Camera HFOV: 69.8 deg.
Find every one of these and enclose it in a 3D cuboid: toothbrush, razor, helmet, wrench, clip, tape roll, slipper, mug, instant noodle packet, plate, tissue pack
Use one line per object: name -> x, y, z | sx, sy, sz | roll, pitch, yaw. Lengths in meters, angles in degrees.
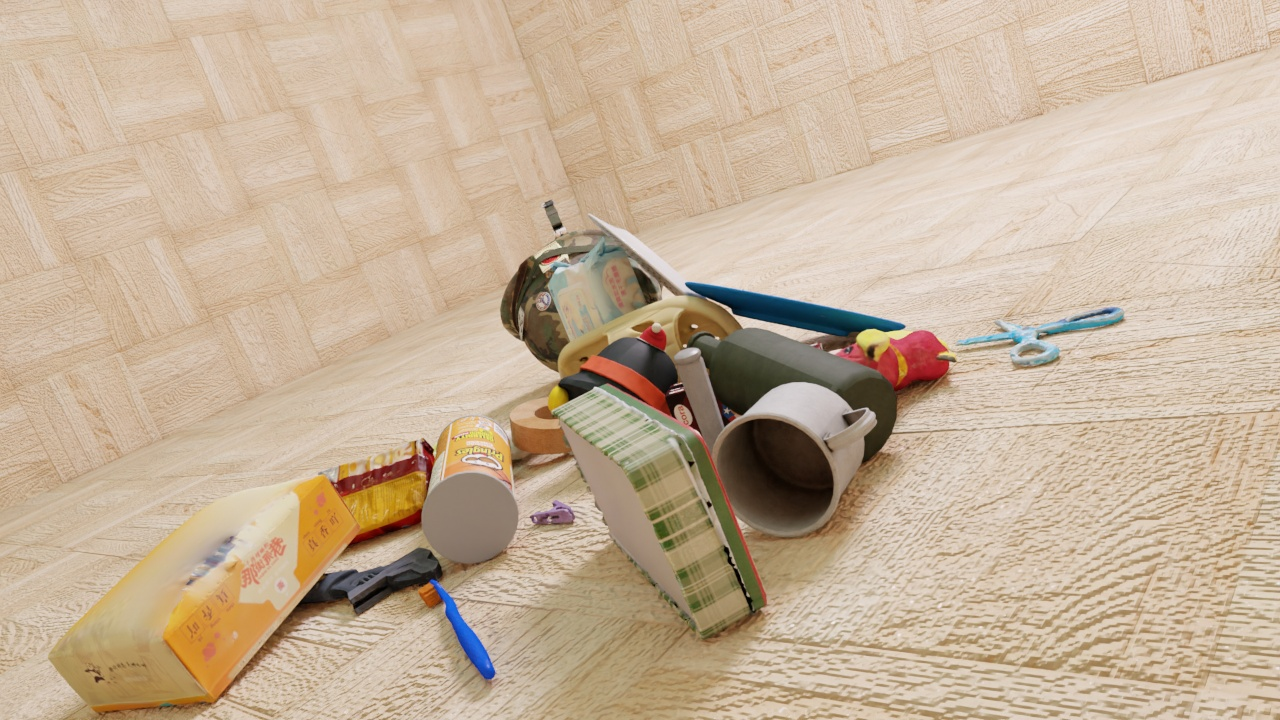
toothbrush -> -0.124, 0.176, 0.608 | 0.018, 0.016, 0.183 | -30, 14, -18
razor -> 0.051, 0.046, 0.659 | 0.088, 0.116, 0.047 | -21, 17, -2
helmet -> -0.080, -0.084, 1.243 | 0.224, 0.193, 0.235 | -10, 46, 14
wrench -> -0.278, 0.193, 0.776 | 0.274, 0.022, 0.073 | -14, 15, 27
clip -> -0.068, 0.125, 0.761 | 0.050, 0.014, 0.046 | -17, 9, 28
tape roll -> -0.088, 0.066, 0.954 | 0.094, 0.027, 0.094 | -3, 18, 1
slipper -> -0.006, 0.006, 0.958 | 0.262, 0.111, 0.079 | -13, 13, 43
mug -> 0.107, 0.055, 0.584 | 0.113, 0.084, 0.070 | -34, 0, 35
instant noodle packet -> -0.265, 0.135, 0.910 | 0.135, 0.040, 0.098 | -20, 41, 4
plate -> 0.153, -0.046, 0.932 | 0.224, 0.024, 0.224 | 11, 4, -1
plate -> 0.035, -0.094, 1.067 | 0.016, 0.242, 0.242 | -49, 12, 3
tissue pack -> -0.041, -0.046, 1.073 | 0.069, 0.182, 0.112 | -27, 7, -31

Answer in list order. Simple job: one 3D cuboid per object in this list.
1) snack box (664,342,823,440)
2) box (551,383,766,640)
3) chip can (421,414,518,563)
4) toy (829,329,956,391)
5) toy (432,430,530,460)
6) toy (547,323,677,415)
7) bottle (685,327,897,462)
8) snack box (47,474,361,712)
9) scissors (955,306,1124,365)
snack box -> 0.098, 0.031, 0.809 | 0.141, 0.051, 0.031 | -17, 12, 16
box -> 0.005, 0.084, 0.575 | 0.050, 0.117, 0.205 | -28, 11, -11
chip can -> -0.151, 0.107, 0.821 | 0.075, 0.075, 0.215 | -21, 12, -6
toy -> 0.208, 0.002, 0.757 | 0.106, 0.067, 0.137 | -8, 4, 37
toy -> -0.172, 0.099, 0.976 | 0.115, 0.046, 0.092 | -12, 14, 0
toy -> -0.011, 0.025, 0.866 | 0.100, 0.097, 0.119 | 19, 70, 43
bottle -> 0.103, 0.016, 0.715 | 0.071, 0.071, 0.207 | -25, 26, -22
snack box -> -0.346, 0.177, 0.740 | 0.145, 0.081, 0.194 | -15, 24, 27
scissors -> 0.336, -0.025, 0.766 | 0.134, 0.012, 0.134 | -20, 10, 4
